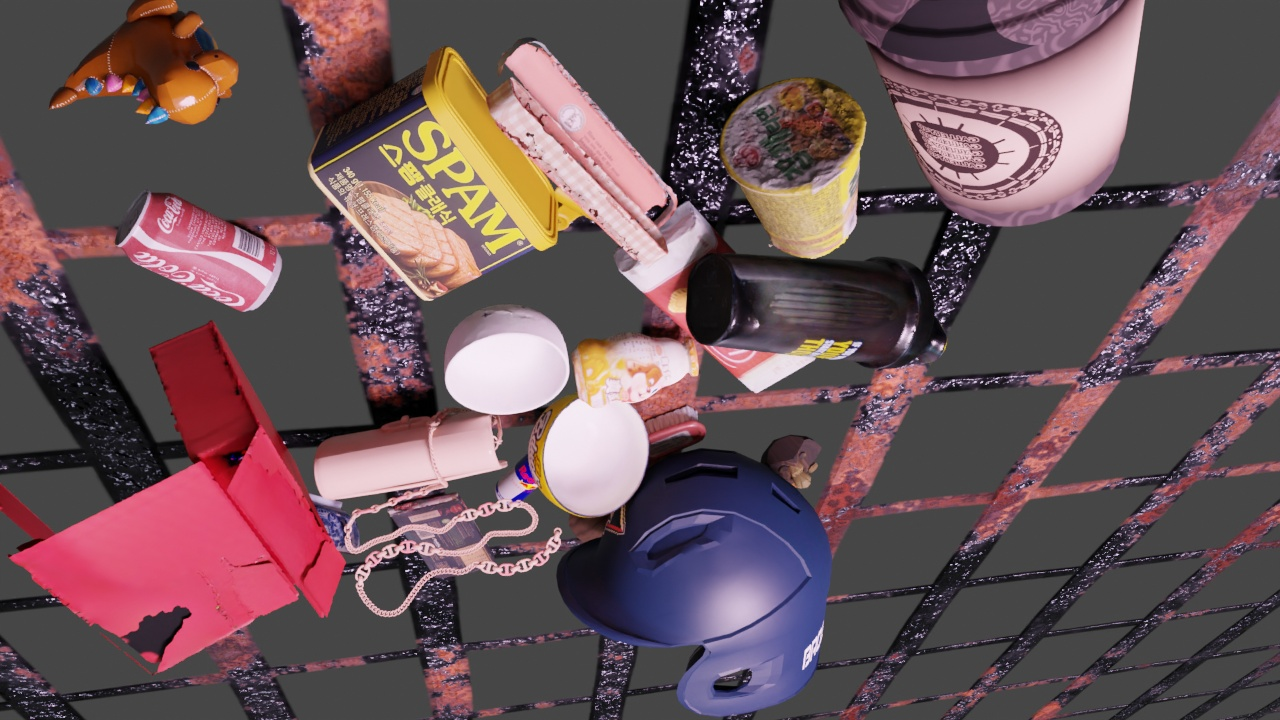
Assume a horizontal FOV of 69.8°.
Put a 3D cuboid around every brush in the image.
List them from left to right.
[{"bbox_3d":[-0.017,0.090,0.933,0.172,0.030,0.041,-22,140,9],"label":"brush"}]

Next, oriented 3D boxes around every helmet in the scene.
[{"bbox_3d":[0.052,0.198,0.912,0.272,0.232,0.223,-4,106,5],"label":"helmet"}]

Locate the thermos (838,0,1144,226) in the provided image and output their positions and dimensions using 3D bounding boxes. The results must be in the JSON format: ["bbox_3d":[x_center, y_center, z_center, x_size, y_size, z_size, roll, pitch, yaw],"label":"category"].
[{"bbox_3d":[0.223,-0.198,0.563,0.173,0.172,0.226,-25,145,14],"label":"thermos"}]

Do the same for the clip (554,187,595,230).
[{"bbox_3d":[-0.052,-0.114,0.685,0.054,0.045,0.049,24,103,-38],"label":"clip"}]

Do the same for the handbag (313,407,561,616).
[{"bbox_3d":[-0.179,0.139,0.822,0.198,0.187,0.116,-10,-179,-5],"label":"handbag"}]

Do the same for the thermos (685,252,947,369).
[{"bbox_3d":[0.145,-0.044,0.743,0.220,0.098,0.098,2,139,-29],"label":"thermos"}]

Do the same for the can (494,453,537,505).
[{"bbox_3d":[-0.111,0.113,0.933,0.032,0.032,0.095,22,129,-35],"label":"can"}]

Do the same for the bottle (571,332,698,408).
[{"bbox_3d":[-0.005,0.005,0.811,0.109,0.063,0.063,-11,140,-4],"label":"bottle"}]

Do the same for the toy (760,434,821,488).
[{"bbox_3d":[0.164,0.119,0.996,0.076,0.062,0.100,-34,145,-5],"label":"toy"}]

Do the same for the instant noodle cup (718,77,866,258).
[{"bbox_3d":[0.117,-0.131,0.666,0.102,0.102,0.108,-21,149,9],"label":"instant noodle cup"}]

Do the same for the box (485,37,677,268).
[{"bbox_3d":[-0.032,-0.136,0.634,0.054,0.078,0.187,9,159,41],"label":"box"}]

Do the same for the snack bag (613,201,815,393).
[{"bbox_3d":[0.072,-0.046,0.791,0.078,0.041,0.225,-32,135,19],"label":"snack bag"}]

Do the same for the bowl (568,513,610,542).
[{"bbox_3d":[-0.021,0.189,1.047,0.119,0.032,0.119,-8,140,-7],"label":"bowl"}]

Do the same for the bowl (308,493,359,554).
[{"bbox_3d":[-0.324,0.153,0.895,0.114,0.045,0.114,15,168,3],"label":"bowl"}]

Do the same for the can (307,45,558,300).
[{"bbox_3d":[-0.134,-0.118,0.610,0.104,0.075,0.135,-24,129,17],"label":"can"}]

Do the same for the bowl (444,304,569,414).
[{"bbox_3d":[-0.114,-0.006,0.776,0.105,0.054,0.105,-6,141,-5],"label":"bowl"}]

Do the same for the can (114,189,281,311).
[{"bbox_3d":[-0.307,-0.076,0.641,0.054,0.054,0.096,-36,135,25],"label":"can"}]

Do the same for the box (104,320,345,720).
[{"bbox_3d":[-0.299,0.182,0.674,0.107,0.409,0.212,-8,141,-4],"label":"box"}]

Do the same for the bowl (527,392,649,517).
[{"bbox_3d":[-0.057,0.085,0.870,0.117,0.117,0.068,20,173,-33],"label":"bowl"}]

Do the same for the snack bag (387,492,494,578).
[{"bbox_3d":[-0.215,0.196,1.014,0.074,0.018,0.155,-12,141,0],"label":"snack bag"}]

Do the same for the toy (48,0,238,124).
[{"bbox_3d":[-0.281,-0.156,0.518,0.103,0.090,0.071,-31,142,-11],"label":"toy"}]
